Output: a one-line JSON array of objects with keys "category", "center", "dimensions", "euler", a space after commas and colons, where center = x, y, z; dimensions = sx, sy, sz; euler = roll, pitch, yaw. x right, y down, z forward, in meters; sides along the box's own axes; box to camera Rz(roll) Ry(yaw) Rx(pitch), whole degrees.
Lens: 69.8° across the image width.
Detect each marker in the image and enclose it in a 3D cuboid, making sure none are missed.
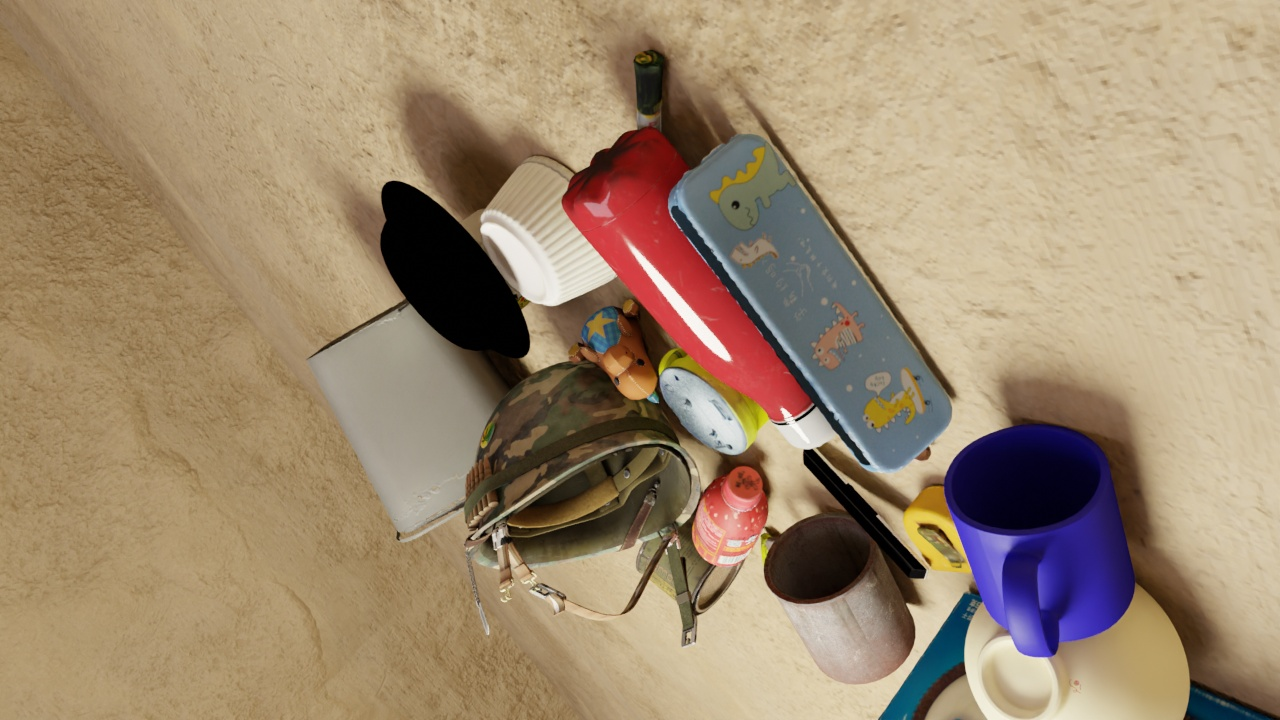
[{"category": "marker", "center": [0.006, -0.129, 0.571], "dimensions": [0.017, 0.017, 0.147], "euler": [37, 155, 22]}]

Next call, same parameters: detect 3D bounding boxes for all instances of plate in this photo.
[{"category": "plate", "center": [-0.171, -0.063, 0.776], "dimensions": [0.184, 0.036, 0.185], "euler": [38, 155, 21]}]

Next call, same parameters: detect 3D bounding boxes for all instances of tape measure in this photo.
[{"category": "tape measure", "center": [0.202, 0.111, 0.598], "dimensions": [0.059, 0.030, 0.068], "euler": [49, 156, -9]}]

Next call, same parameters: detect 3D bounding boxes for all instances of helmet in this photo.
[{"category": "helmet", "center": [-0.052, 0.125, 0.782], "dimensions": [0.225, 0.192, 0.236], "euler": [-54, 46, 26]}]

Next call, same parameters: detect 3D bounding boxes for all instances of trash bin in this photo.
[{"category": "trash bin", "center": [-0.245, 0.047, 1.046], "dimensions": [0.220, 0.197, 0.197], "euler": [60, 177, -12]}]

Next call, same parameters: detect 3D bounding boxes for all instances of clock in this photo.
[{"category": "clock", "center": [0.054, 0.025, 0.680], "dimensions": [0.083, 0.057, 0.119], "euler": [51, 156, -11]}]

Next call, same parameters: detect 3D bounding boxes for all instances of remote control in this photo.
[{"category": "remote control", "center": [0.157, 0.107, 0.655], "dimensions": [0.124, 0.011, 0.028], "euler": [49, 172, 27]}]

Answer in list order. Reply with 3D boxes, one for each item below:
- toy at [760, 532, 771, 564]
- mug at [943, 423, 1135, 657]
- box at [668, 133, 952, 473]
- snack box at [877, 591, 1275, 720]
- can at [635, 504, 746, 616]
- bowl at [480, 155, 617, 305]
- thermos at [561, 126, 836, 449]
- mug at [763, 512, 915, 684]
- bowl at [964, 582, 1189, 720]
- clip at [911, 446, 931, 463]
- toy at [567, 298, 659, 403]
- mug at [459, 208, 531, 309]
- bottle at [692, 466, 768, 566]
[{"category": "toy", "center": [0.139, 0.192, 0.828], "dimensions": [0.093, 0.036, 0.094], "euler": [40, 156, 36]}, {"category": "mug", "center": [0.205, 0.101, 0.475], "dimensions": [0.079, 0.111, 0.083], "euler": [-7, 126, 33]}, {"category": "box", "center": [0.099, -0.029, 0.508], "dimensions": [0.210, 0.066, 0.052], "euler": [51, 150, -9]}, {"category": "snack box", "center": [0.253, 0.268, 0.548], "dimensions": [0.239, 0.195, 0.056], "euler": [17, 146, 50]}, {"category": "can", "center": [0.052, 0.196, 0.913], "dimensions": [0.074, 0.089, 0.090], "euler": [34, 154, 27]}, {"category": "bowl", "center": [-0.075, -0.092, 0.710], "dimensions": [0.115, 0.062, 0.115], "euler": [38, 155, 21]}, {"category": "thermos", "center": [0.051, -0.033, 0.573], "dimensions": [0.240, 0.073, 0.073], "euler": [48, 158, -24]}, {"category": "mug", "center": [0.149, 0.184, 0.732], "dimensions": [0.123, 0.096, 0.110], "euler": [24, 144, 57]}, {"category": "bowl", "center": [0.230, 0.173, 0.515], "dimensions": [0.118, 0.074, 0.118], "euler": [-7, 81, 50]}, {"category": "clip", "center": [0.155, 0.044, 0.579], "dimensions": [0.061, 0.025, 0.049], "euler": [43, 155, 6]}, {"category": "toy", "center": [-0.005, 0.004, 0.740], "dimensions": [0.103, 0.071, 0.090], "euler": [42, -168, -45]}, {"category": "mug", "center": [-0.134, -0.087, 0.811], "dimensions": [0.094, 0.068, 0.116], "euler": [45, 157, 7]}, {"category": "bottle", "center": [0.081, 0.132, 0.800], "dimensions": [0.062, 0.061, 0.138], "euler": [40, 155, 16]}]
